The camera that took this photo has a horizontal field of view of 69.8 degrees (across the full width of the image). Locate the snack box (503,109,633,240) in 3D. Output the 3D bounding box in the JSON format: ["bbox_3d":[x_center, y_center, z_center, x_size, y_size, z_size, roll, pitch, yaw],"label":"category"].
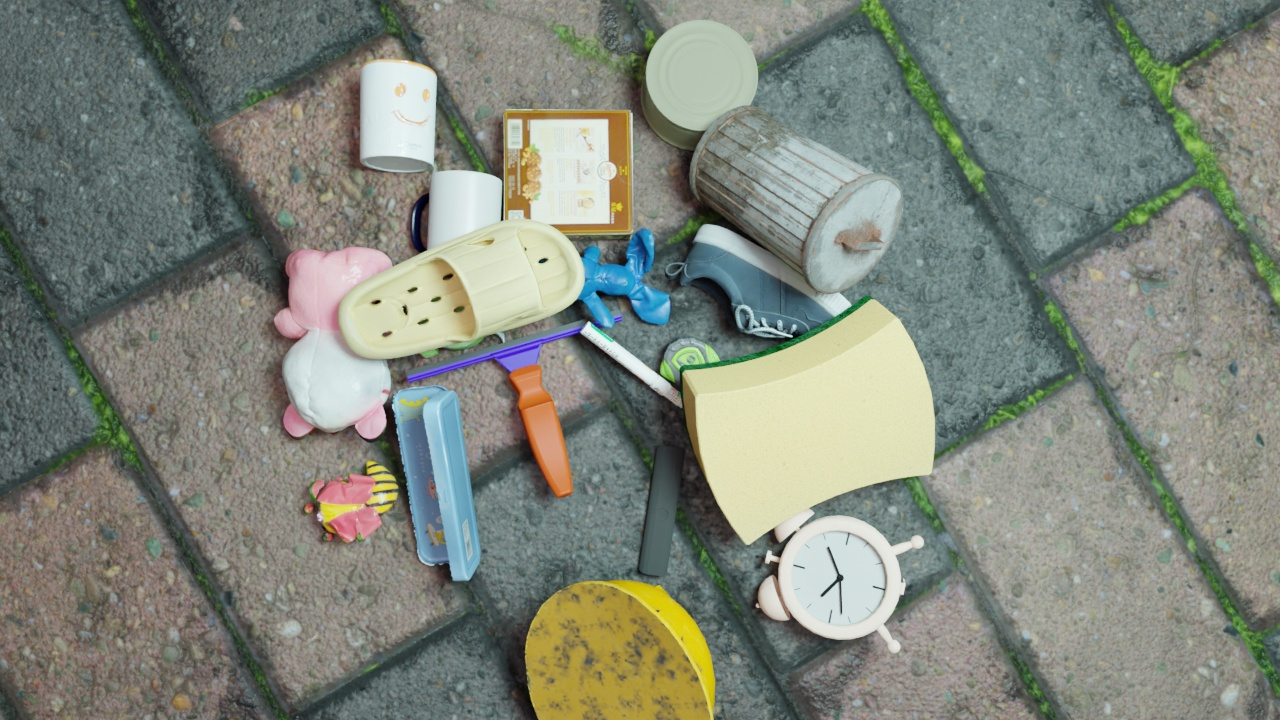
[{"bbox_3d":[-0.081,-0.210,1.043,0.147,0.041,0.143,-1,88,-2],"label":"snack box"}]

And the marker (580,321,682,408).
[{"bbox_3d":[-0.006,0.006,1.039,0.145,0.017,0.017,38,86,-11],"label":"marker"}]

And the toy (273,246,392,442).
[{"bbox_3d":[-0.335,-0.017,1.002,0.142,0.084,0.213,1,90,10],"label":"toy"}]

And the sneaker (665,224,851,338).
[{"bbox_3d":[0.143,-0.064,1.026,0.235,0.089,0.087,30,83,5],"label":"sneaker"}]

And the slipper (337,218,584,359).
[{"bbox_3d":[-0.186,-0.072,0.942,0.261,0.079,0.111,-19,95,-5],"label":"slipper"}]

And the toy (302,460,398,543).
[{"bbox_3d":[-0.319,0.159,1.020,0.103,0.046,0.084,-33,76,-8],"label":"toy"}]

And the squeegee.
[{"bbox_3d":[-0.113,0.064,1.023,0.249,0.055,0.184,-17,73,-11],"label":"squeegee"}]

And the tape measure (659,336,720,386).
[{"bbox_3d":[0.056,0.003,1.045,0.065,0.036,0.059,35,96,-4],"label":"tape measure"}]

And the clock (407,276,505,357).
[{"bbox_3d":[-0.216,-0.052,1.032,0.119,0.042,0.094,-5,87,-2],"label":"clock"}]

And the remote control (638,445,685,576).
[{"bbox_3d":[0.025,0.170,1.045,0.033,0.015,0.146,9,87,-2],"label":"remote control"}]

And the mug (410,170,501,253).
[{"bbox_3d":[-0.210,-0.154,1.025,0.112,0.078,0.097,1,87,26],"label":"mug"}]

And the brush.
[{"bbox_3d":[0.179,0.064,0.983,0.250,0.075,0.195,-21,116,-1],"label":"brush"}]

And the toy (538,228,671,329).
[{"bbox_3d":[-0.048,-0.098,1.023,0.176,0.071,0.113,7,107,1],"label":"toy"}]

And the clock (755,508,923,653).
[{"bbox_3d":[0.220,0.240,1.028,0.160,0.086,0.131,13,87,7],"label":"clock"}]

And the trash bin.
[{"bbox_3d":[0.164,-0.169,0.960,0.131,0.131,0.211,-44,53,-4],"label":"trash bin"}]

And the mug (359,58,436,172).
[{"bbox_3d":[-0.269,-0.269,1.019,0.082,0.082,0.105,1,89,-2],"label":"mug"}]

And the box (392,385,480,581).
[{"bbox_3d":[-0.226,0.134,0.989,0.079,0.072,0.210,-2,106,11],"label":"box"}]

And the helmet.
[{"bbox_3d":[0.000,0.337,0.978,0.206,0.131,0.255,-12,94,28],"label":"helmet"}]

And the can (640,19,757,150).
[{"bbox_3d":[0.066,-0.310,1.037,0.128,0.073,0.127,0,88,-2],"label":"can"}]
